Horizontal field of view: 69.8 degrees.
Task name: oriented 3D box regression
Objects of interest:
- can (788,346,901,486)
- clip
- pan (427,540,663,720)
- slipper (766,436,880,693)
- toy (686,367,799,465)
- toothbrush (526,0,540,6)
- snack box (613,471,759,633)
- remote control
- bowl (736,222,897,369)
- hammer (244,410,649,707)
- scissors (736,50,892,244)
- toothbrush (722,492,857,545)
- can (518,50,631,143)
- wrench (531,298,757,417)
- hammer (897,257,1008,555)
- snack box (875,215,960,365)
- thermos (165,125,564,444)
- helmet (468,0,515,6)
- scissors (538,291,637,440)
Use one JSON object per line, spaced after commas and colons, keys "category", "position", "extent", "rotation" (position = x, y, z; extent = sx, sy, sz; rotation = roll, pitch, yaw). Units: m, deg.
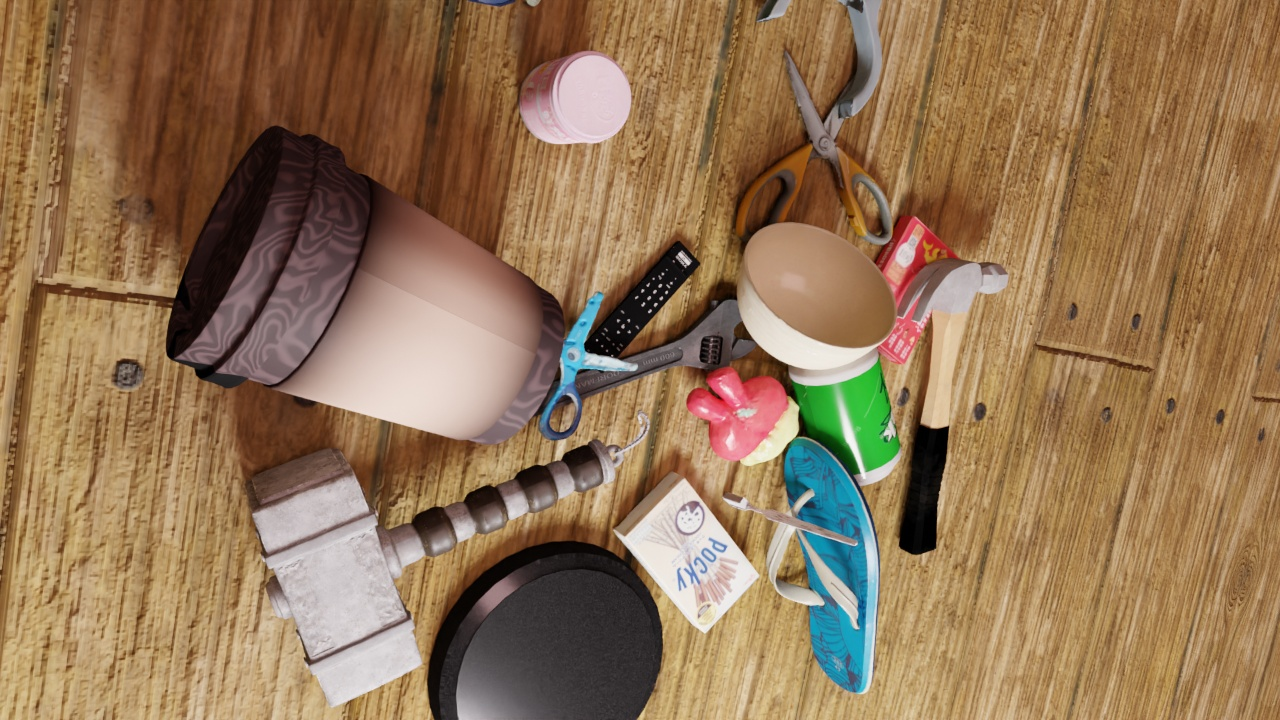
{"category": "can", "position": [0.204, 0.048, 0.912], "extent": [0.087, 0.088, 0.140], "rotation": [-28, 112, -22]}
{"category": "clip", "position": [0.174, -0.309, 0.853], "extent": [0.165, 0.032, 0.164], "rotation": [-8, 100, -28]}
{"category": "pan", "position": [-0.070, 0.340, 0.853], "extent": [0.225, 0.034, 0.356], "rotation": [-15, 106, -26]}
{"category": "slipper", "position": [0.184, 0.220, 0.923], "extent": [0.060, 0.118, 0.295], "rotation": [-23, 115, -31]}
{"category": "toy", "position": [0.100, 0.054, 0.879], "extent": [0.135, 0.045, 0.092], "rotation": [31, 96, -35]}
{"category": "toothbrush", "position": [-0.056, -0.352, 0.729], "extent": [0.022, 0.015, 0.154], "rotation": [29, 84, -62]}
{"category": "snack box", "position": [0.047, 0.187, 0.890], "extent": [0.081, 0.026, 0.150], "rotation": [-44, 116, -15]}
{"category": "remote control", "position": [0.000, -0.049, 0.817], "extent": [0.030, 0.009, 0.139], "rotation": [45, 73, -13]}
{"category": "bowl", "position": [0.150, -0.048, 0.844], "extent": [0.150, 0.150, 0.076], "rotation": [-5, 145, -28]}
{"category": "hammer", "position": [-0.133, 0.125, 0.741], "extent": [0.325, 0.079, 0.177], "rotation": [-21, 110, -22]}
{"category": "scissors", "position": [0.180, -0.185, 0.893], "extent": [0.229, 0.016, 0.225], "rotation": [38, 79, -28]}
{"category": "toothbrush", "position": [0.131, 0.143, 0.837], "extent": [0.010, 0.182, 0.010], "rotation": [43, 73, -25]}
{"category": "can", "position": [-0.052, -0.206, 0.725], "extent": [0.067, 0.076, 0.067], "rotation": [-6, 103, -28]}
{"category": "wrench", "position": [-0.005, 0.005, 0.830], "extent": [0.272, 0.018, 0.073], "rotation": [-19, 105, -23]}
{"category": "hammer", "position": [0.320, 0.054, 0.992], "extent": [0.131, 0.039, 0.328], "rotation": [-8, 109, -33]}
{"category": "snack box", "position": [0.276, -0.073, 0.965], "extent": [0.089, 0.021, 0.133], "rotation": [33, 84, -30]}
{"category": "thermos", "position": [-0.181, -0.036, 0.643], "extent": [0.226, 0.173, 0.172], "rotation": [26, 87, -35]}
{"category": "helmet", "position": [-0.101, -0.385, 0.588], "extent": [0.271, 0.233, 0.223], "rotation": [-25, 74, -42]}
{"category": "scissors", "position": [-0.068, 0.003, 0.781], "extent": [0.134, 0.011, 0.140], "rotation": [11, 93, -18]}
